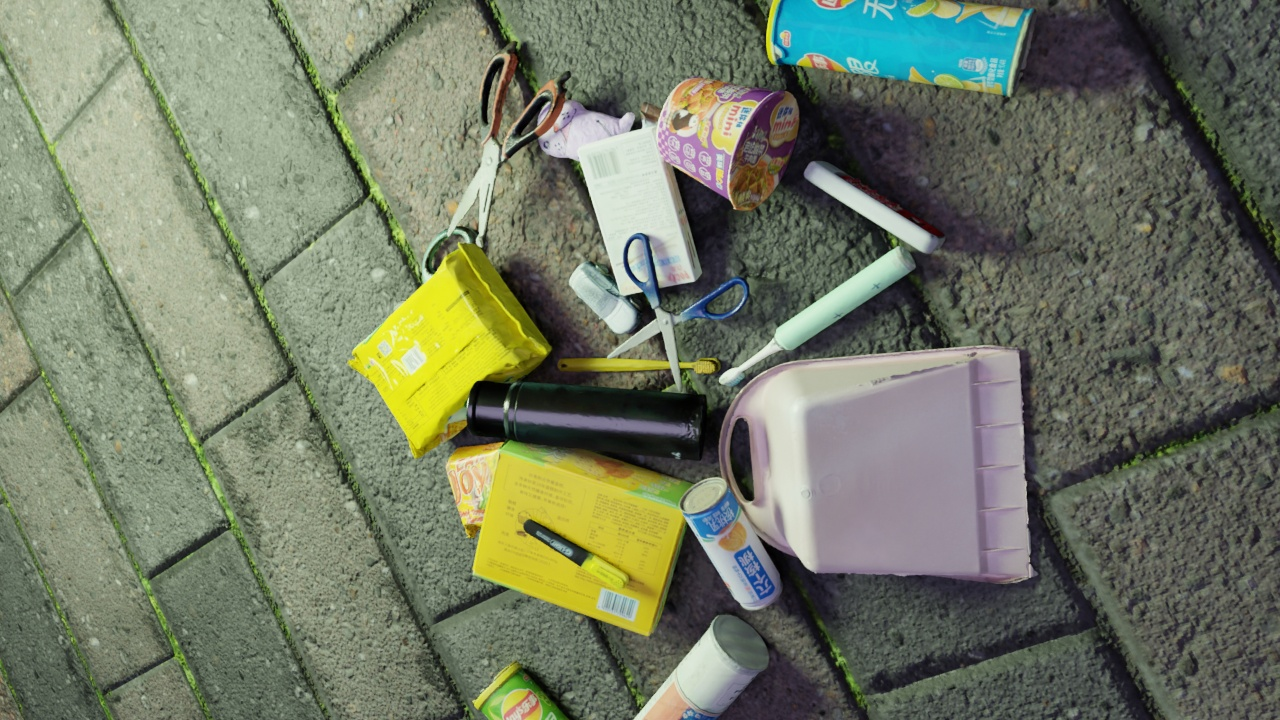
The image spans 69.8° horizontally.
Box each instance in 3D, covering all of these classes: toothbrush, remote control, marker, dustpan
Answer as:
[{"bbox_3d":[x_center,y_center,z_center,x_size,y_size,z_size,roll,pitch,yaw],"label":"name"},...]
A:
[{"bbox_3d":[-0.006,0.006,0.977,0.190,0.016,0.016,0,100,27],"label":"toothbrush"},{"bbox_3d":[0.210,-0.139,0.820,0.136,0.055,0.020,37,115,16],"label":"remote control"},{"bbox_3d":[-0.067,0.199,0.944,0.124,0.015,0.018,30,103,6],"label":"marker"},{"bbox_3d":[0.162,-0.036,0.880,0.225,0.027,0.026,-36,47,27],"label":"toothbrush"},{"bbox_3d":[0.219,0.094,0.887,0.273,0.138,0.222,-3,98,-1],"label":"dustpan"}]

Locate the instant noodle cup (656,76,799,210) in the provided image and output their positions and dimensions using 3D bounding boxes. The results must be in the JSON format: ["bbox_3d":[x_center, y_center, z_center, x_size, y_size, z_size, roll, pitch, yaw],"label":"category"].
[{"bbox_3d":[0.076,-0.208,0.850,0.099,0.111,0.112,29,111,26],"label":"instant noodle cup"}]

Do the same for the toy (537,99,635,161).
[{"bbox_3d":[-0.062,-0.230,0.948,0.108,0.038,0.084,26,108,20],"label":"toy"}]

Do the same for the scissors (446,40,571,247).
[{"bbox_3d":[-0.148,-0.231,0.967,0.227,0.015,0.189,-35,62,27],"label":"scissors"}]

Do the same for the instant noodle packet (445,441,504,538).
[{"bbox_3d":[-0.166,0.147,1.070,0.129,0.044,0.111,-14,91,28],"label":"instant noodle packet"}]

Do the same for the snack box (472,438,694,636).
[{"bbox_3d":[-0.061,0.182,0.984,0.210,0.070,0.158,17,108,9],"label":"snack box"}]

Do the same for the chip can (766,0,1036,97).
[{"bbox_3d":[0.218,-0.275,0.781,0.210,0.071,0.071,17,107,23],"label":"chip can"}]

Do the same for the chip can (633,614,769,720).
[{"bbox_3d":[0.049,0.371,0.989,0.071,0.071,0.215,40,115,15],"label":"chip can"}]

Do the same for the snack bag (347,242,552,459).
[{"bbox_3d":[-0.225,-0.008,1.039,0.247,0.068,0.158,-38,86,31],"label":"snack bag"}]

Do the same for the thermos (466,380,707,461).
[{"bbox_3d":[-0.053,0.058,0.958,0.243,0.090,0.068,5,89,11],"label":"thermos"}]

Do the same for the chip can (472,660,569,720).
[{"bbox_3d":[-0.098,0.459,1.079,0.221,0.072,0.073,44,115,13],"label":"chip can"}]

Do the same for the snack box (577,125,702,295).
[{"bbox_3d":[0.000,-0.148,0.918,0.085,0.026,0.157,-9,110,25],"label":"snack box"}]

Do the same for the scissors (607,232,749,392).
[{"bbox_3d":[0.027,-0.051,0.923,0.173,0.012,0.162,-30,97,26],"label":"scissors"}]

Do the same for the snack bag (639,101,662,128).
[{"bbox_3d":[0.007,-0.203,0.927,0.048,0.026,0.104,24,111,6],"label":"snack bag"}]

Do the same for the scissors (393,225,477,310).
[{"bbox_3d":[-0.211,-0.060,1.068,0.181,0.019,0.171,43,114,12],"label":"scissors"}]

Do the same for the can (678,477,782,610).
[{"bbox_3d":[0.092,0.185,0.918,0.053,0.053,0.134,-20,113,28],"label":"can"}]

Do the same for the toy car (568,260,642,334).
[{"bbox_3d":[-0.038,-0.066,0.971,0.090,0.034,0.043,45,112,11],"label":"toy car"}]
